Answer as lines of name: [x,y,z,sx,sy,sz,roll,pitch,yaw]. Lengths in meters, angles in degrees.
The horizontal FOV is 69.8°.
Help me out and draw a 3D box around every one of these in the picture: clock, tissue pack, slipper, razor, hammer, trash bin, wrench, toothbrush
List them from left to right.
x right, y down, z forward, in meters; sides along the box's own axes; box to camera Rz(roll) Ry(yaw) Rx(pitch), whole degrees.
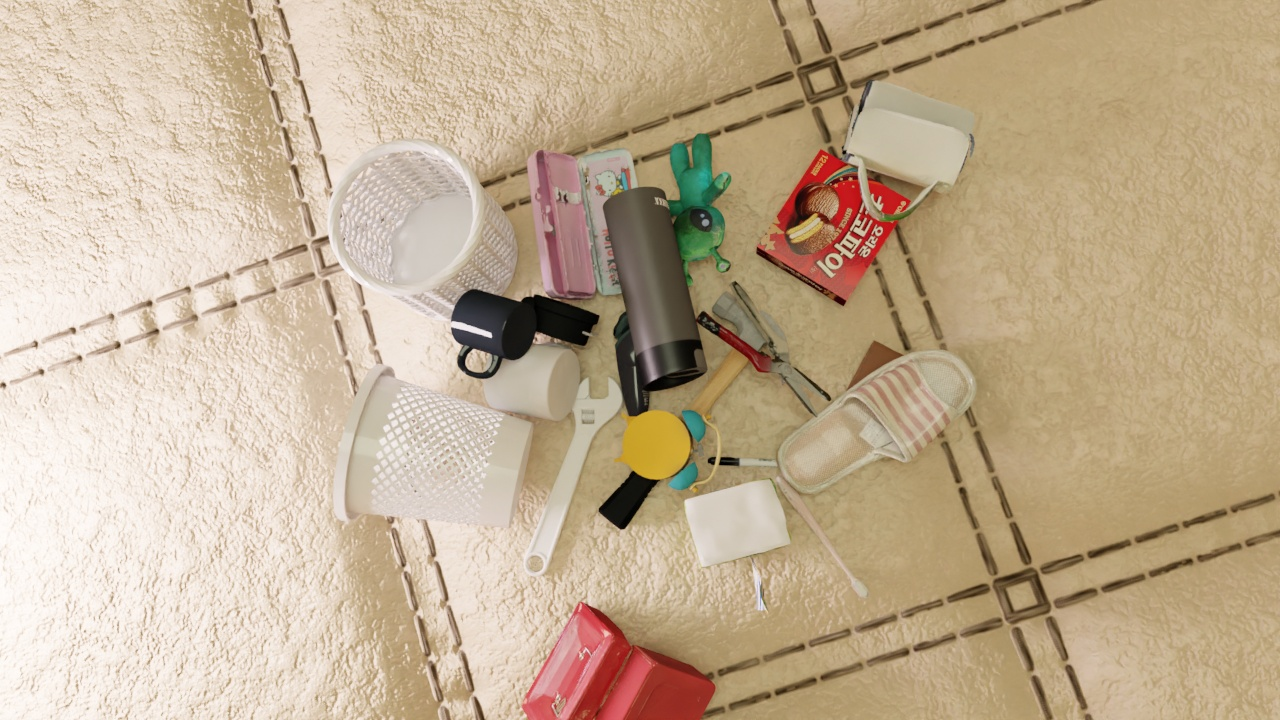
trash bin: [-0.244,0.120,1.129,0.199,0.195,0.195,12,83,-2]
clock: [-0.113,-0.055,1.179,0.121,0.091,0.042,19,94,2]
wrench: [-0.092,0.148,1.184,0.066,0.018,0.273,20,86,8]
razor: [-0.007,0.007,1.182,0.052,0.047,0.143,-9,83,29]
clock: [0.035,0.107,1.128,0.130,0.043,0.099,9,85,13]
hammer: [0.064,0.074,1.167,0.131,0.039,0.328,38,88,8]
tissue pack: [0.121,0.219,1.059,0.120,0.197,0.141,-17,78,10]
toothbrush: [0.225,0.218,1.140,0.015,0.018,0.181,-36,79,-1]
slipper: [0.289,0.077,1.122,0.263,0.052,0.115,-31,81,4]

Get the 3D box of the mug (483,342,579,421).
mug: [-0.131,0.015,1.168,0.090,0.091,0.121,9,41,21]

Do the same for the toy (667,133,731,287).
toy: [0.075,-0.197,1.191,0.131,0.072,0.193,-14,74,43]

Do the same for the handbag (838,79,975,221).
handbag: [0.326,-0.253,1.141,0.151,0.074,0.175,20,71,3]

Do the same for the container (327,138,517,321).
container: [-0.266,-0.156,1.157,0.189,0.187,0.189,-1,82,6]

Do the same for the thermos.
thermos: [0.018,-0.088,1.138,0.082,0.082,0.240,-14,77,4]

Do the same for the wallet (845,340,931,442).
wallet: [0.328,0.039,1.155,0.121,0.013,0.087,28,86,9]

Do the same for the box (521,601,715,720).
box: [-0.021,0.413,1.107,0.170,0.157,0.156,32,86,-18]

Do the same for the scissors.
scissors: [0.150,-0.017,1.129,0.184,0.015,0.179,5,62,-23]

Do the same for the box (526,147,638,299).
box: [-0.072,-0.180,1.215,0.153,0.067,0.201,-5,80,-22]

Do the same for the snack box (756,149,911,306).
snack box: [0.247,-0.171,1.181,0.132,0.036,0.152,33,87,9]

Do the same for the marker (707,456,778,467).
marker: [0.161,0.130,1.162,0.152,0.011,0.011,2,82,6]

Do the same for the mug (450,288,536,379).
mug: [-0.184,-0.028,1.112,0.077,0.071,0.105,17,79,26]
